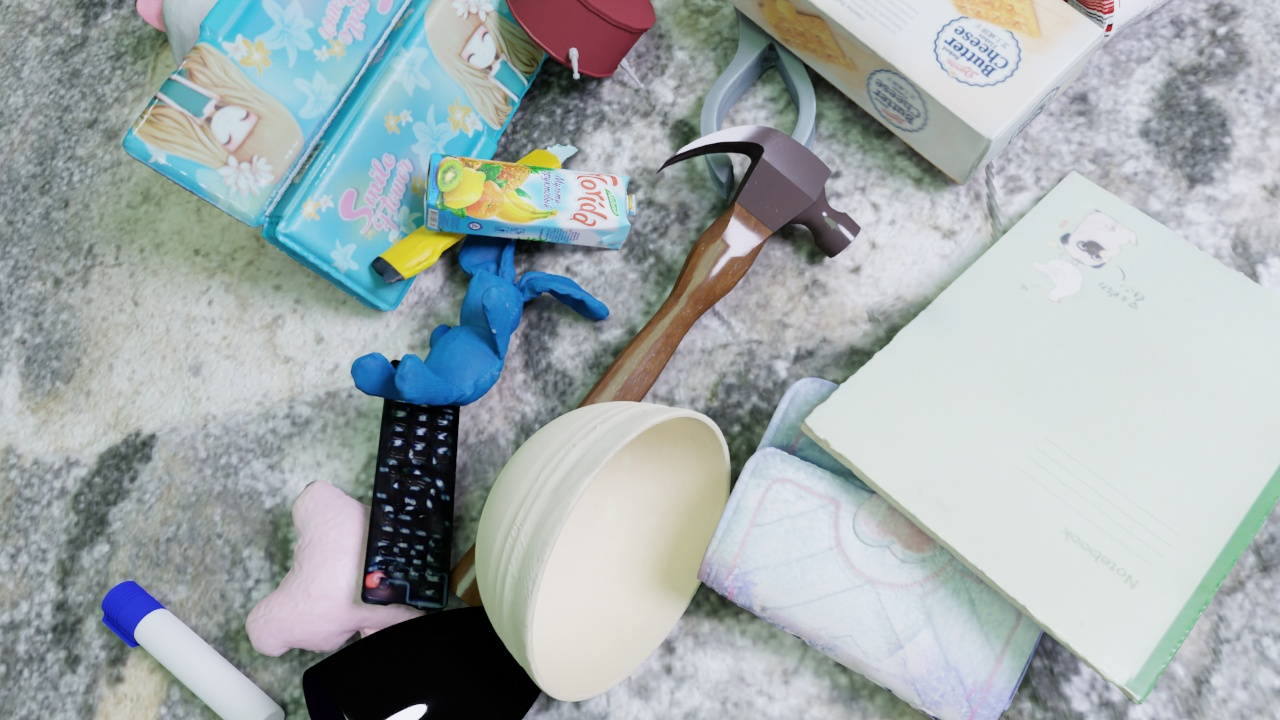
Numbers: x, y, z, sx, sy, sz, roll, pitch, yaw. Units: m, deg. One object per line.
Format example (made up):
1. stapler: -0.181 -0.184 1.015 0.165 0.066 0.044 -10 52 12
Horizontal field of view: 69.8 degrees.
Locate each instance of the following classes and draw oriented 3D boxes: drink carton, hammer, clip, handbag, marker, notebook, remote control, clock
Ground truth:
1. drink carton: -0.067 -0.097 0.567 0.128 0.039 0.044 4 67 -13
2. hammer: -0.003 0.003 0.528 0.115 0.033 0.322 38 85 -6
3. clip: 0.097 -0.176 0.592 0.108 0.028 0.163 5 71 12
4. handbag: 0.124 0.094 0.461 0.159 0.069 0.126 26 78 17
5. marker: -0.262 0.175 0.533 0.133 0.023 0.027 29 99 20
6. notebook: 0.228 0.015 0.457 0.252 0.010 0.182 -38 66 -24
7. remote control: -0.131 0.070 0.527 0.047 0.022 0.150 15 51 -25
8. clock: -0.046 -0.245 0.607 0.048 0.096 0.137 -43 72 34

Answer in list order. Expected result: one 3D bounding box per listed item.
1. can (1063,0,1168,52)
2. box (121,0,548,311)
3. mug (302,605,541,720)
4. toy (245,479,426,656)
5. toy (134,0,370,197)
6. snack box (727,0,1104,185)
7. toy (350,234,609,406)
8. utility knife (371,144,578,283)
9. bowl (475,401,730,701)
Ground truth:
1. can: 0.290 -0.248 0.545 0.116 0.087 0.086 -34 66 -3
2. box: -0.175 -0.171 0.576 0.056 0.185 0.226 5 64 58
3. mug: -0.114 0.170 0.474 0.100 0.119 0.085 -22 99 -35
4. toy: -0.161 0.124 0.516 0.096 0.053 0.099 15 68 -1
5. toy: -0.263 -0.214 0.650 0.142 0.084 0.213 -29 69 -1
6. snack box: 0.155 -0.211 0.555 0.104 0.057 0.208 -43 75 -12
7. toy: -0.091 -0.019 0.536 0.113 0.071 0.175 7 36 22
8. utility knife: -0.103 -0.098 0.589 0.030 0.017 0.162 38 66 25
9. bowl: -0.028 0.083 0.459 0.075 0.151 0.150 24 75 33
